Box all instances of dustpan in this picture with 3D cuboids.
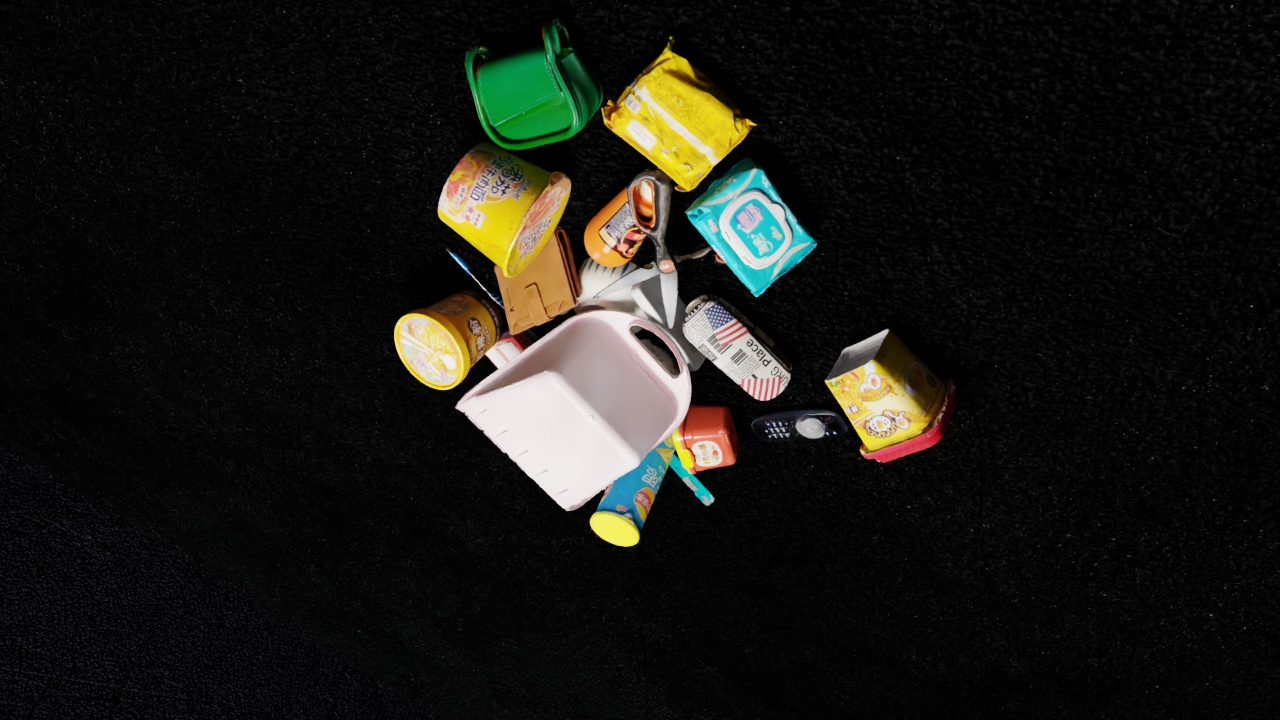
[{"bbox_3d":[-0.069,0.057,1.203,0.222,0.138,0.274,48,141,-16],"label":"dustpan"}]

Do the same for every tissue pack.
[{"bbox_3d":[0.121,-0.144,0.998,0.133,0.093,0.050,47,-179,-24],"label":"tissue pack"}]

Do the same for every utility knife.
[{"bbox_3d":[0.068,0.178,1.448,0.029,0.013,0.166,-18,124,39],"label":"utility knife"}]

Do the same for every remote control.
[{"bbox_3d":[0.039,-0.054,1.171,0.021,0.058,0.150,-9,129,39],"label":"remote control"},{"bbox_3d":[0.218,0.086,1.256,0.137,0.024,0.053,-8,129,33],"label":"remote control"}]

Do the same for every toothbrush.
[{"bbox_3d":[-0.206,-0.093,1.295,0.016,0.014,0.189,-20,122,40],"label":"toothbrush"}]

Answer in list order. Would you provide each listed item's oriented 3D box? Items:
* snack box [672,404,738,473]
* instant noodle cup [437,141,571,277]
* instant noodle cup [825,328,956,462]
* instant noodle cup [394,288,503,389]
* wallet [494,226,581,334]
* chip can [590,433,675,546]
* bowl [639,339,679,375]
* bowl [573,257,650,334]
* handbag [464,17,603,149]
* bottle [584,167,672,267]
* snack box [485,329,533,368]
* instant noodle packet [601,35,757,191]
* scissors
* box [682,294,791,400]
[{"bbox_3d":[0.095,0.108,1.310,0.080,0.081,0.091,-7,133,16],"label":"snack box"},{"bbox_3d":[-0.164,-0.185,1.085,0.110,0.137,0.138,34,141,5],"label":"instant noodle cup"},{"bbox_3d":[0.297,0.039,1.103,0.123,0.115,0.116,50,137,-10],"label":"instant noodle cup"},{"bbox_3d":[-0.263,-0.036,1.293,0.118,0.114,0.119,16,125,24],"label":"instant noodle cup"},{"bbox_3d":[-0.135,-0.101,1.194,0.132,0.031,0.107,-20,80,43],"label":"wallet"},{"bbox_3d":[0.000,0.158,1.307,0.071,0.209,0.071,15,140,13],"label":"chip can"},{"bbox_3d":[-0.007,0.007,1.245,0.114,0.113,0.062,-20,82,41],"label":"bowl"},{"bbox_3d":[-0.040,-0.072,1.187,0.116,0.066,0.117,15,140,13],"label":"bowl"},{"bbox_3d":[-0.114,-0.295,0.987,0.131,0.067,0.120,-2,126,32],"label":"handbag"},{"bbox_3d":[-0.008,-0.173,1.066,0.066,0.066,0.150,35,132,-11],"label":"bottle"},{"bbox_3d":[-0.167,0.017,1.387,0.075,0.025,0.153,-14,127,38],"label":"snack box"},{"bbox_3d":[0.038,-0.251,0.948,0.128,0.044,0.111,39,113,-18],"label":"instant noodle packet"},{"bbox_3d":[0.039,-0.126,1.058,0.234,0.021,0.221,-17,131,14],"label":"scissors"},{"bbox_3d":[0.123,-0.013,1.154,0.163,0.082,0.075,43,131,-16],"label":"box"}]
